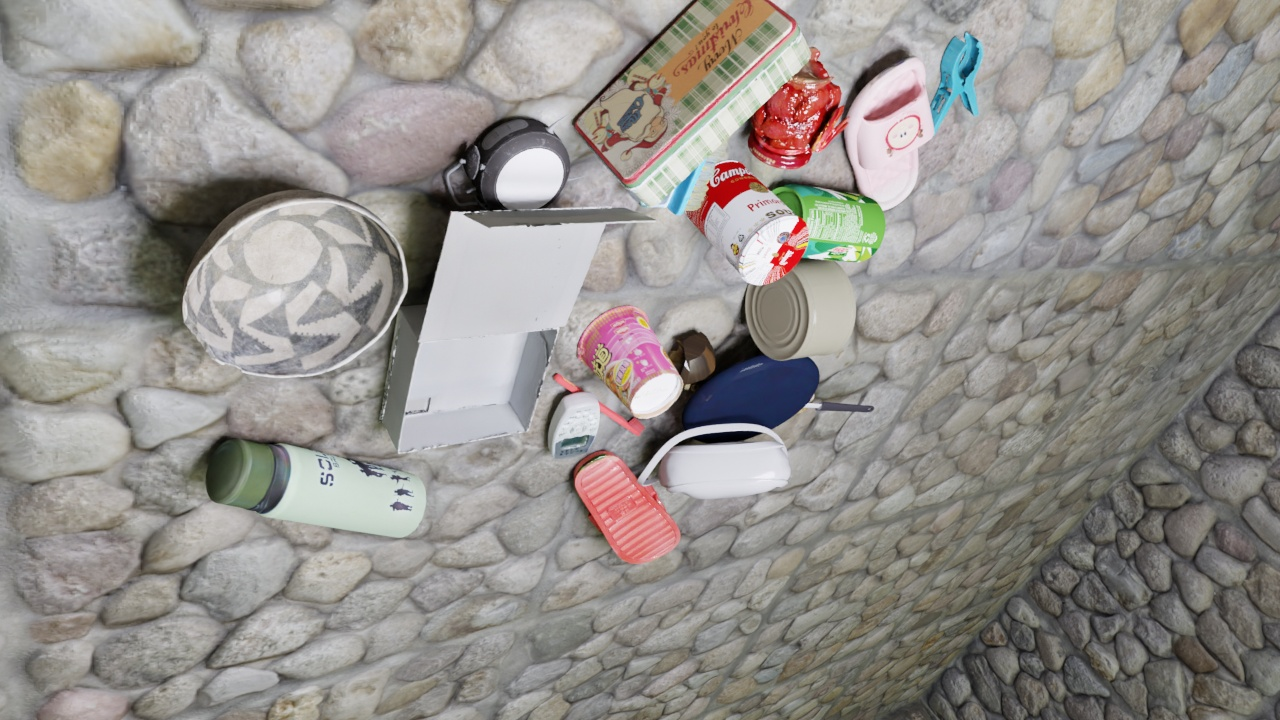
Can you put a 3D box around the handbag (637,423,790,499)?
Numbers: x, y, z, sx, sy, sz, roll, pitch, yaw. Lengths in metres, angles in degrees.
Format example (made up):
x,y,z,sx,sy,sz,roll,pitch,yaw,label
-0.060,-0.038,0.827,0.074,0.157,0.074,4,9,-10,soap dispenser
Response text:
x,y,z,sx,sy,sz,roll,pitch,yaw,label
0.105,0.151,1.307,0.216,0.095,0.223,-3,170,1,handbag

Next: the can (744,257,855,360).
x,y,z,sx,sy,sz,roll,pitch,yaw,label
0.198,-0.065,1.149,0.073,0.127,0.128,-9,135,-31,can

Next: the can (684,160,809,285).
x,y,z,sx,sy,sz,roll,pitch,yaw,label
0.114,-0.150,0.995,0.086,0.116,0.087,-22,142,-19,can

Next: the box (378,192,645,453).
x,y,z,sx,sy,sz,roll,pitch,yaw,label
-0.143,-0.046,0.914,0.165,0.098,0.370,-9,142,-34,box

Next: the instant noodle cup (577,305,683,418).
x,y,z,sx,sy,sz,roll,pitch,yaw,label
-0.006,0.006,1.075,0.097,0.108,0.098,-23,142,-20,instant noodle cup

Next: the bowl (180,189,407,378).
x,y,z,sx,sy,sz,roll,pitch,yaw,label
-0.293,-0.076,0.771,0.178,0.081,0.179,-23,142,-19,bowl

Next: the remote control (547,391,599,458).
x,y,z,sx,sy,sz,roll,pitch,yaw,label
-0.083,0.082,1.151,0.060,0.028,0.115,-7,143,-23,remote control

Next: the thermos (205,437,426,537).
x,y,z,sx,sy,sz,roll,pitch,yaw,label
-0.342,0.137,0.975,0.082,0.082,0.231,-47,143,14,thermos

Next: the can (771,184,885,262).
x,y,z,sx,sy,sz,roll,pitch,yaw,label
0.216,-0.162,1.091,0.143,0.083,0.083,0,130,-37,can

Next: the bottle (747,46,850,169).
x,y,z,sx,sy,sz,roll,pitch,yaw,label
0.164,-0.256,0.938,0.098,0.099,0.111,-16,144,-26,bottle

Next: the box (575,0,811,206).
x,y,z,sx,sy,sz,roll,pitch,yaw,label
0.043,-0.247,0.834,0.206,0.117,0.051,-41,149,8,box

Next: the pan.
x,y,z,sx,sy,sz,roll,pitch,yaw,label
0.215,0.063,1.294,0.355,0.021,0.199,5,139,-37,pan

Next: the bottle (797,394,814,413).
x,y,z,sx,sy,sz,roll,pitch,yaw,label
0.215,0.010,1.303,0.059,0.059,0.166,-30,143,-10,bottle

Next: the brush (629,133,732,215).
x,y,z,sx,sy,sz,roll,pitch,yaw,label
0.045,-0.216,0.917,0.075,0.055,0.136,-7,134,-41,brush

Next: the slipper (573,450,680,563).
x,y,z,sx,sy,sz,roll,pitch,yaw,label
-0.026,0.208,1.327,0.103,0.059,0.249,-35,128,-1,slipper

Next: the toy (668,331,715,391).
x,y,z,sx,sy,sz,roll,pitch,yaw,label
0.066,0.007,1.185,0.100,0.062,0.076,89,24,-57,toy

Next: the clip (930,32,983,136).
x,y,z,sx,sy,sz,roll,pitch,yaw,label
0.369,-0.327,1.090,0.102,0.027,0.120,-27,143,-17,clip

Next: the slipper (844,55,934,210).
x,y,z,sx,sy,sz,roll,pitch,yaw,label
0.294,-0.256,1.079,0.106,0.055,0.222,-30,145,-6,slipper

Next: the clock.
x,y,z,sx,sy,sz,roll,pitch,yaw,label
-0.114,-0.172,0.844,0.122,0.043,0.091,-28,143,-11,clock

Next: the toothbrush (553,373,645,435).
x,y,z,sx,sy,sz,roll,pitch,yaw,label
-0.047,0.056,1.178,0.018,0.012,0.212,-42,144,7,toothbrush
